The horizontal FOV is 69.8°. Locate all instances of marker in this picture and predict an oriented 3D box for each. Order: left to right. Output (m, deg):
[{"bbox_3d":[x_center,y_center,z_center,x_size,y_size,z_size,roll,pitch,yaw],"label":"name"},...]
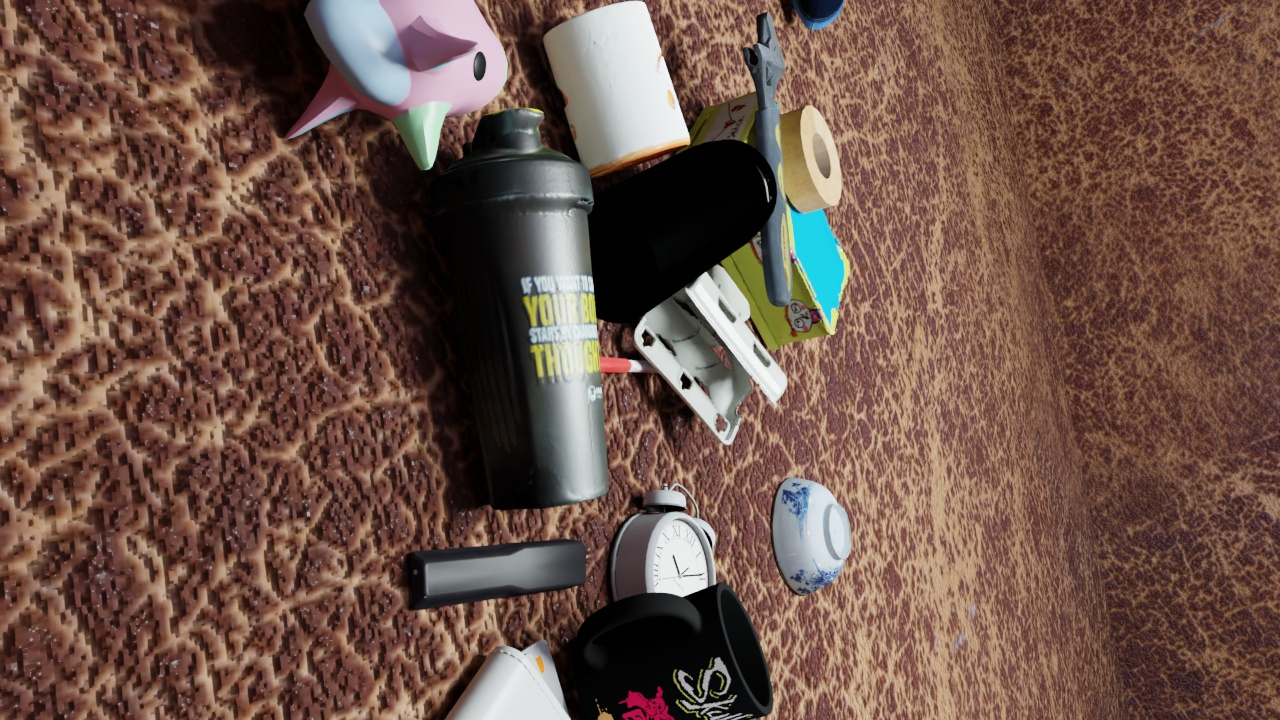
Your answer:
[{"bbox_3d":[-0.004,0.004,0.695,0.142,0.013,0.012,3,77,-57],"label":"marker"}]

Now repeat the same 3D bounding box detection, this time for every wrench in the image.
[{"bbox_3d":[0.109,-0.175,0.774,0.073,0.022,0.273,27,58,-60],"label":"wrench"}]

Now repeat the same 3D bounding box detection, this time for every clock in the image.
[{"bbox_3d":[0.021,0.147,0.666,0.094,0.035,0.122,51,42,-36],"label":"clock"}]

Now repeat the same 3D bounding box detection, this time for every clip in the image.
[{"bbox_3d":[0.069,-0.025,0.739,0.126,0.102,0.151,51,45,-21],"label":"clip"}]

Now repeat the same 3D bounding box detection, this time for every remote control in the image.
[{"bbox_3d":[-0.079,0.123,0.539,0.136,0.015,0.032,11,71,-55],"label":"remote control"}]

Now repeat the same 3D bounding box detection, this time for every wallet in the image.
[{"bbox_3d":[-0.063,0.223,0.514,0.118,0.038,0.115,61,36,-19],"label":"wallet"}]

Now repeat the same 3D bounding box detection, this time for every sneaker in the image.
[{"bbox_3d":[0.225,-0.489,1.171,0.240,0.083,0.098,-74,176,-49],"label":"sneaker"}]

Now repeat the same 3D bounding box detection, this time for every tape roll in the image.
[{"bbox_3d":[0.154,-0.184,0.843,0.094,0.027,0.094,26,59,-52],"label":"tape roll"}]

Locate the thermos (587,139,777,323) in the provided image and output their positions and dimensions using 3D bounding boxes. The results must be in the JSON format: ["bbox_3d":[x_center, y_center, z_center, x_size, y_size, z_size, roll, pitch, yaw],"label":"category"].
[{"bbox_3d":[0.031,-0.105,0.673,0.198,0.086,0.086,-37,111,-46],"label":"thermos"}]

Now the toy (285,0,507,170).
[{"bbox_3d":[-0.139,-0.222,0.481,0.222,0.120,0.170,64,25,-22],"label":"toy"}]

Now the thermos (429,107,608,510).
[{"bbox_3d":[-0.068,-0.027,0.541,0.098,0.098,0.221,-9,92,-57],"label":"thermos"}]

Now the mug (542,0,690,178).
[{"bbox_3d":[-0.018,-0.196,0.674,0.082,0.082,0.105,-31,105,-56],"label":"mug"}]

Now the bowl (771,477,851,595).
[{"bbox_3d":[0.171,0.167,0.881,0.114,0.045,0.114,24,60,-52],"label":"bowl"}]

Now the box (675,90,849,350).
[{"bbox_3d":[0.122,-0.131,0.877,0.221,0.079,0.124,59,37,-31],"label":"box"}]

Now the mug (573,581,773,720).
[{"bbox_3d":[0.013,0.182,0.560,0.118,0.098,0.081,56,16,-36],"label":"mug"}]
